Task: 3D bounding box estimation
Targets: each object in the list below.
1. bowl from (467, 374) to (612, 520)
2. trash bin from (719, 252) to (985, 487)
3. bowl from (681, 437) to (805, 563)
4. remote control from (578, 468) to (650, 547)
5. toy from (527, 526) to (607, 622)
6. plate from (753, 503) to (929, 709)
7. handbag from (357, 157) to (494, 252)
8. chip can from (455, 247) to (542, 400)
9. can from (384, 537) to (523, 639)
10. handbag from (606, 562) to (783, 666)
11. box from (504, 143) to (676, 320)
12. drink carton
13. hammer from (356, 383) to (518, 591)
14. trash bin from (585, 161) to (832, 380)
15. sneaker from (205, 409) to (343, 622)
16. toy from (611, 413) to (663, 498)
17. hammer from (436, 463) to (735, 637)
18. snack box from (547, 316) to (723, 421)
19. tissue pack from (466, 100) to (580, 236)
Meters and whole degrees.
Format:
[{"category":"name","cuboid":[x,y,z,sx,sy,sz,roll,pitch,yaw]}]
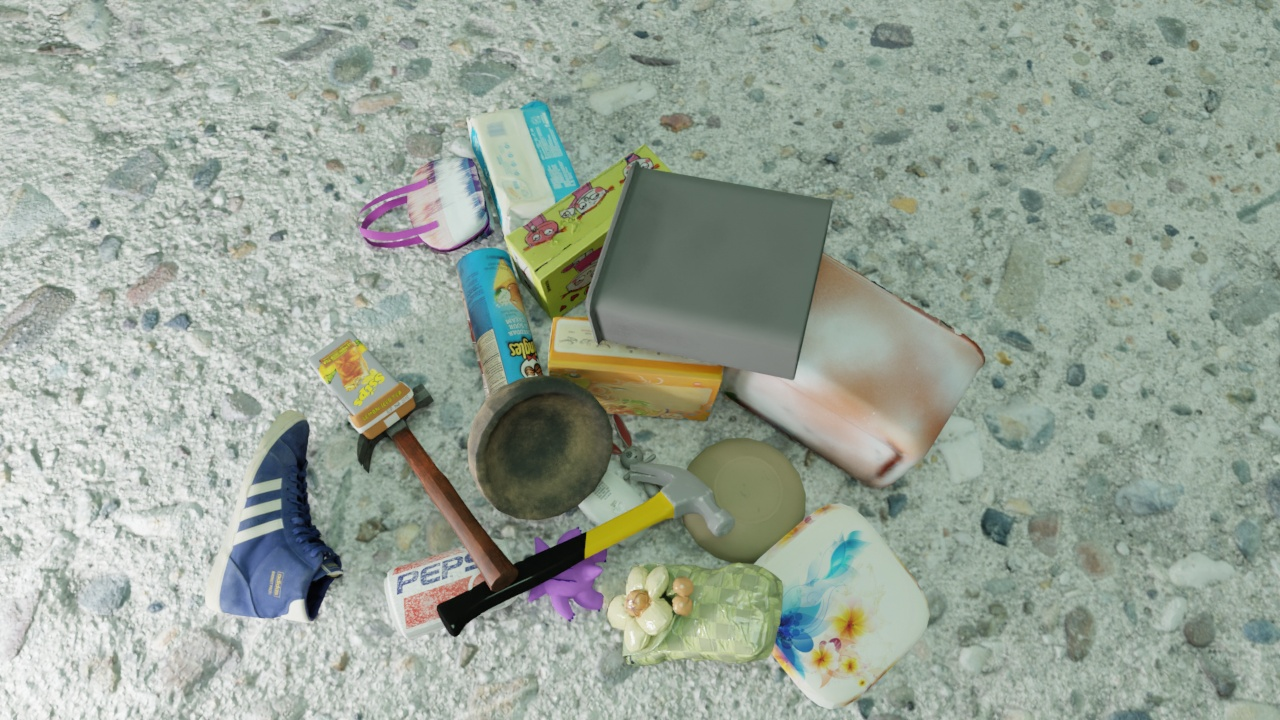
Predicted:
[{"category":"bowl","cuboid":[-0.117,0.090,1.020,0.162,0.162,0.070,-30,29,-15]},{"category":"trash bin","cuboid":[0.231,0.013,1.076,0.260,0.182,0.157,34,70,10]},{"category":"bowl","cuboid":[0.122,0.158,1.075,0.152,0.050,0.152,1,67,-3]},{"category":"remote control","cuboid":[-0.038,0.165,1.074,0.114,0.028,0.060,40,71,13]},{"category":"toy","cuboid":[-0.082,0.236,1.026,0.088,0.056,0.106,5,66,-3]},{"category":"plate","cuboid":[0.222,0.273,1.030,0.186,0.016,0.187,-37,84,-16]},{"category":"handbag","cuboid":[-0.285,-0.194,1.202,0.170,0.068,0.144,-16,68,-3]},{"category":"chip can","cuboid":[-0.169,-0.023,1.122,0.079,0.080,0.229,-14,68,-9]},{"category":"can","cuboid":[-0.203,0.247,1.002,0.136,0.078,0.078,-17,69,-10]},{"category":"handbag","cuboid":[0.053,0.262,0.975,0.187,0.117,0.113,-10,60,26]},{"category":"box","cuboid":[-0.052,-0.161,1.154,0.220,0.124,0.082,-34,69,-13]},{"category":"drink carton","cuboid":[-0.330,0.028,1.084,0.076,0.048,0.125,-39,54,-18]},{"category":"hammer","cuboid":[-0.222,0.143,1.013,0.111,0.028,0.300,-36,50,-14]},{"category":"trash bin","cuboid":[0.076,-0.096,0.980,0.220,0.098,0.191,12,67,11]},{"category":"sneaker","cuboid":[-0.375,0.175,1.015,0.118,0.091,0.232,13,67,7]},{"category":"toy","cuboid":[-0.010,0.116,1.096,0.049,0.030,0.111,-35,72,-22]},{"category":"hammer","cuboid":[-0.064,0.201,0.984,0.322,0.029,0.127,-23,47,-23]},{"category":"snack box","cuboid":[-0.006,0.006,1.082,0.195,0.145,0.080,5,68,-1]},{"category":"tissue pack","cuboid":[-0.153,-0.259,1.226,0.117,0.066,0.209,-15,67,-17]}]
